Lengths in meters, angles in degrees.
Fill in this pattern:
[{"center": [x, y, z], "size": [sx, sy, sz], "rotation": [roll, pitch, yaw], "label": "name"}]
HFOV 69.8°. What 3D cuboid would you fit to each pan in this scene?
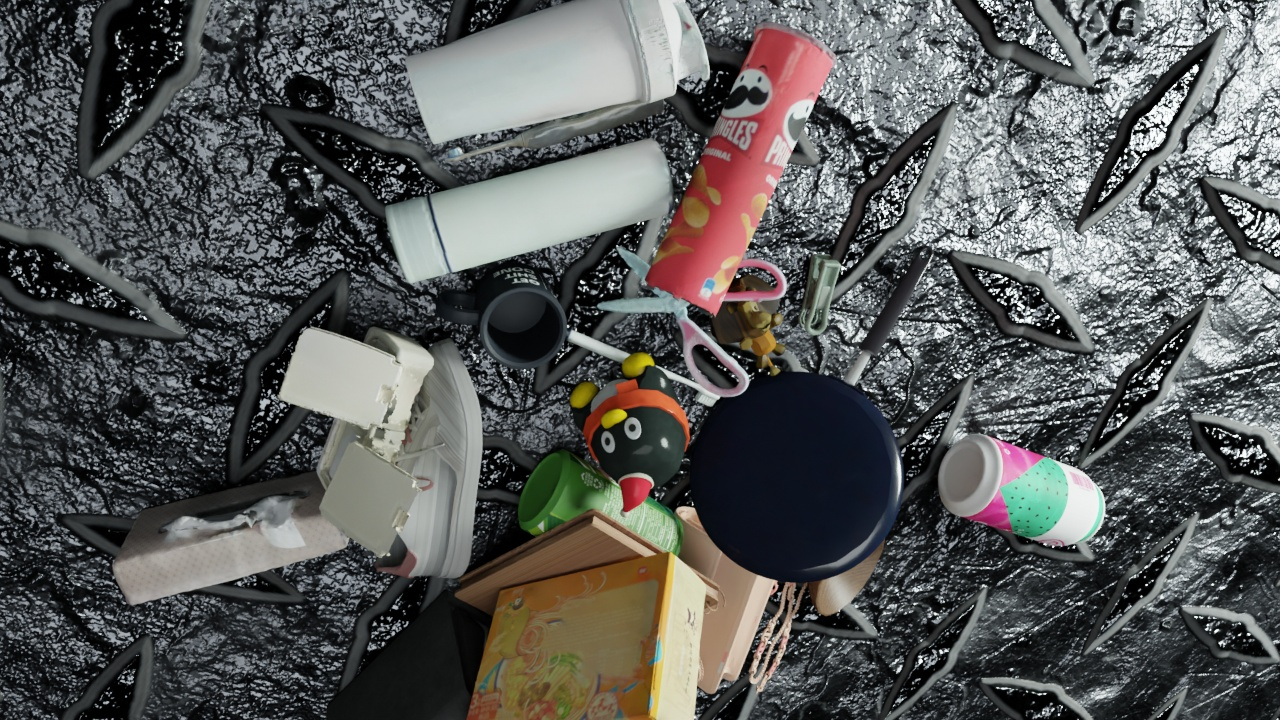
[{"center": [0.185, 0.040, 0.867], "size": [0.199, 0.021, 0.356], "rotation": [30, 84, 19], "label": "pan"}]

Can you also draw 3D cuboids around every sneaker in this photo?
[{"center": [-0.198, 0.095, 0.801], "size": [0.089, 0.099, 0.236], "rotation": [-5, 115, -28], "label": "sneaker"}]

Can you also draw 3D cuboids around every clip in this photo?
[{"center": [0.168, -0.062, 0.867], "size": [0.023, 0.047, 0.076], "rotation": [3, 115, -14], "label": "clip"}]

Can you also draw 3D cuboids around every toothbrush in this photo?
[{"center": [-0.005, 0.005, 0.860], "size": [0.186, 0.012, 0.017], "rotation": [23, 108, -21], "label": "toothbrush"}, {"center": [-0.070, -0.191, 0.759], "size": [0.185, 0.022, 0.024], "rotation": [-18, 112, -5], "label": "toothbrush"}]

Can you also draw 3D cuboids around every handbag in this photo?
[{"center": [-0.208, 0.345, 0.844], "size": [0.176, 0.195, 0.072], "rotation": [-45, 115, 6], "label": "handbag"}, {"center": [0.088, 0.248, 0.969], "size": [0.186, 0.117, 0.199], "rotation": [-1, 112, -54], "label": "handbag"}]

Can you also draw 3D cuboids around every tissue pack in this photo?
[{"center": [-0.342, 0.139, 0.780], "size": [0.181, 0.104, 0.071], "rotation": [-10, 111, -9], "label": "tissue pack"}]

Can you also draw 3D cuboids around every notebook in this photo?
[{"center": [-0.050, 0.221, 0.870], "size": [0.169, 0.022, 0.211], "rotation": [36, 132, -26], "label": "notebook"}]

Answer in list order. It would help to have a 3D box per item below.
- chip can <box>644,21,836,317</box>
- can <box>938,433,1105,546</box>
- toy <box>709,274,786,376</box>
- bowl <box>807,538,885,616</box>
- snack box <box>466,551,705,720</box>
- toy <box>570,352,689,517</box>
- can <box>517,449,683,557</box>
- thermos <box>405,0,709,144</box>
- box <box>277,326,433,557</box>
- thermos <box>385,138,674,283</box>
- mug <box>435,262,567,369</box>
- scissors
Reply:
[{"center": [0.080, -0.154, 0.760], "size": [0.073, 0.073, 0.233], "rotation": [23, 94, -22], "label": "chip can"}, {"center": [0.404, 0.140, 0.975], "size": [0.165, 0.088, 0.088], "rotation": [19, 106, -20], "label": "can"}, {"center": [0.104, -0.028, 0.844], "size": [0.076, 0.063, 0.100], "rotation": [-37, 108, -18], "label": "toy"}, {"center": [0.213, 0.212, 0.973], "size": [0.117, 0.030, 0.118], "rotation": [-26, 131, -34], "label": "bowl"}, {"center": [-0.042, 0.263, 0.790], "size": [0.196, 0.144, 0.080], "rotation": [-20, 130, 29], "label": "snack box"}, {"center": [-0.003, 0.069, 0.828], "size": [0.098, 0.119, 0.100], "rotation": [-30, 128, 16], "label": "toy"}, {"center": [-0.037, 0.152, 0.871], "size": [0.144, 0.083, 0.083], "rotation": [32, 101, -23], "label": "can"}, {"center": [-0.065, -0.232, 0.707], "size": [0.220, 0.099, 0.099], "rotation": [-16, 115, -3], "label": "thermos"}, {"center": [-0.225, 0.050, 0.705], "size": [0.101, 0.194, 0.143], "rotation": [18, 94, -35], "label": "box"}, {"center": [-0.090, -0.124, 0.756], "size": [0.230, 0.068, 0.068], "rotation": [-16, 115, -8], "label": "thermos"}, {"center": [-0.120, -0.041, 0.775], "size": [0.105, 0.077, 0.071], "rotation": [6, 110, -17], "label": "mug"}, {"center": [0.044, -0.033, 0.817], "size": [0.173, 0.014, 0.159], "rotation": [-2, 101, 11], "label": "scissors"}]
